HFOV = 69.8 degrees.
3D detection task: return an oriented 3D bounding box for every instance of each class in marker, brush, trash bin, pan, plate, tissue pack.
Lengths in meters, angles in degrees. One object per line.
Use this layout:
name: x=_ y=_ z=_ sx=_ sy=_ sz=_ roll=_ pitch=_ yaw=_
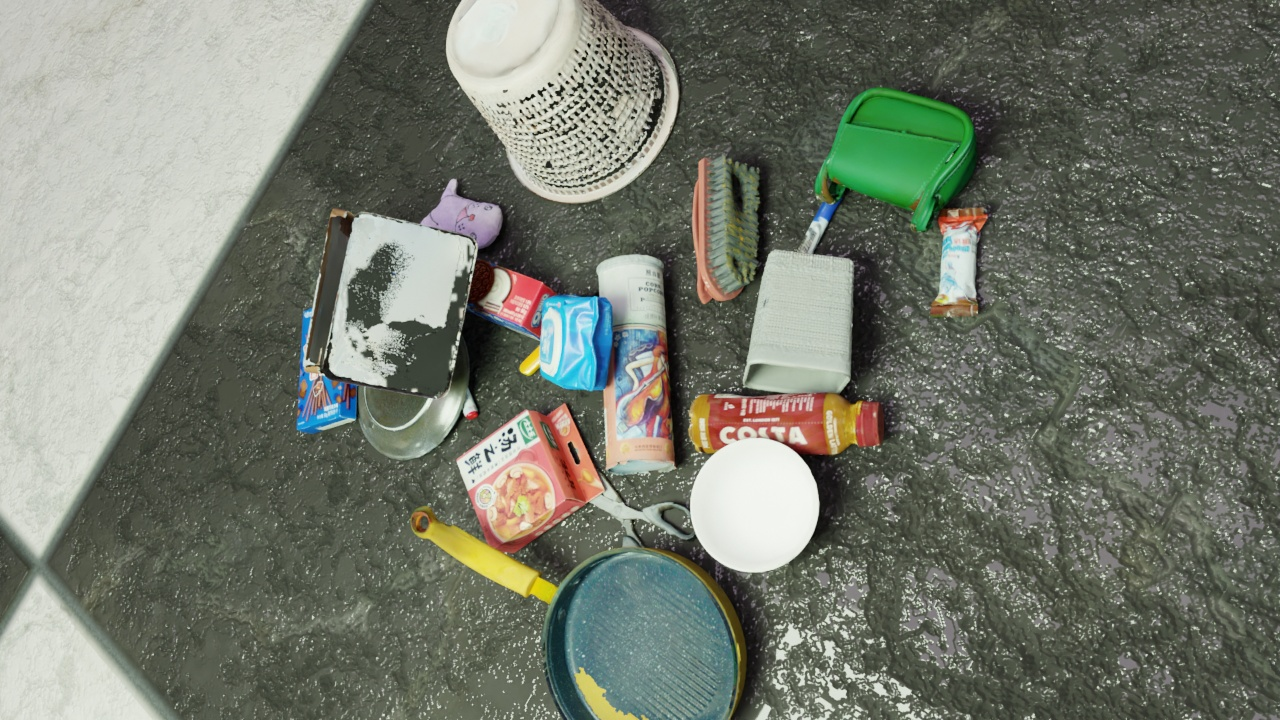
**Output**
marker: x=-0.084 y=-0.029 z=1.006 sx=0.124 sy=0.015 sz=0.018 roll=-44 pitch=64 yaw=5
brush: x=0.083 y=-0.130 z=0.934 sx=0.069 sy=0.063 sz=0.145 roll=-17 pitch=67 yaw=53
marker: x=0.160 y=-0.101 z=0.910 sx=0.017 sy=0.017 sz=0.145 roll=27 pitch=88 yaw=29
trash bin: x=-0.096 y=-0.311 z=0.992 sx=0.228 sy=0.192 sz=0.227 roll=-7 pitch=72 yaw=23
pan: x=-0.068 y=0.233 z=0.860 sx=0.357 sy=0.078 sz=0.198 roll=29 pitch=99 yaw=24
plate: x=-0.272 y=0.025 z=1.059 sx=0.180 sy=0.024 sz=0.179 roll=-7 pitch=77 yaw=29
tissue pack: x=-0.068 y=-0.019 z=0.921 sx=0.052 sy=0.157 sz=0.095 roll=2 pitch=94 yaw=-17
marker: x=-0.217 y=0.004 z=1.056 sx=0.017 sy=0.017 sz=0.145 roll=-33 pitch=64 yaw=13

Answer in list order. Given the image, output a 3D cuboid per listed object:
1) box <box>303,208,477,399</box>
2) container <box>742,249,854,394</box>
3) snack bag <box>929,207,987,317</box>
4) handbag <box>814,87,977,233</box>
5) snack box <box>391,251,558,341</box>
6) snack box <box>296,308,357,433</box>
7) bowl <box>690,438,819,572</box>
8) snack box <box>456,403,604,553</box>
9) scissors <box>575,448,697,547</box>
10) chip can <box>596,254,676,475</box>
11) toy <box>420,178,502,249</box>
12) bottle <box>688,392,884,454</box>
box: x=-0.276 y=-0.059 z=1.005 sx=0.157 sy=0.193 sz=0.183 roll=12 pitch=91 yaw=-14
container: x=0.148 y=-0.034 z=0.848 sx=0.090 sy=0.090 sz=0.114 roll=8 pitch=74 yaw=4
snack bag: x=0.291 y=-0.090 z=0.841 sx=0.048 sy=0.026 sz=0.104 roll=2 pitch=74 yaw=40
handbag: x=0.241 y=-0.186 z=0.864 sx=0.131 sy=0.068 sz=0.120 roll=29 pitch=85 yaw=30
snack box: x=-0.188 y=-0.083 z=1.045 sx=0.208 sy=0.057 sz=0.058 roll=21 pitch=82 yaw=29
snack box: x=-0.380 y=0.004 z=1.117 sx=0.085 sy=0.026 sz=0.157 roll=-16 pitch=68 yaw=33
bowl: x=0.111 y=0.135 z=0.838 sx=0.118 sy=0.064 sz=0.118 roll=-7 pitch=73 yaw=22
snack box: x=-0.117 y=0.120 z=0.955 sx=0.127 sy=0.044 sz=0.113 roll=-36 pitch=61 yaw=15
scissors: x=-0.017 y=0.155 z=0.921 sx=0.160 sy=0.014 sz=0.170 roll=-12 pitch=70 yaw=21
chip can: x=-0.005 y=0.005 z=0.926 sx=0.071 sy=0.071 sz=0.214 roll=-10 pitch=72 yaw=22
toy: x=-0.207 y=-0.168 z=1.088 sx=0.108 sy=0.039 sz=0.083 roll=22 pitch=77 yaw=30
bottle: x=0.135 y=0.059 z=0.853 sx=0.175 sy=0.057 sz=0.057 roll=-2 pitch=75 yaw=25
